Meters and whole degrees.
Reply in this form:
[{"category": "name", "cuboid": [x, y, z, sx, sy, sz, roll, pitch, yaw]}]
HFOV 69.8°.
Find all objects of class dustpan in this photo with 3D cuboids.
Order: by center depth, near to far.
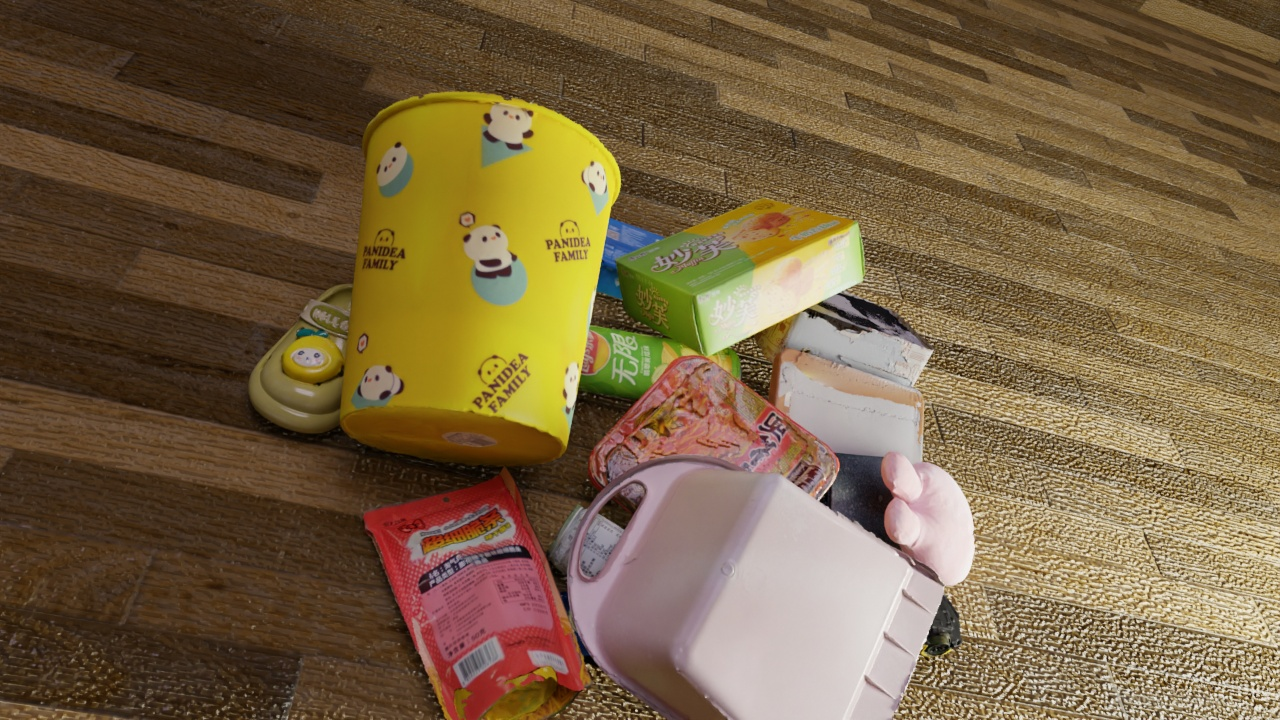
[{"category": "dustpan", "cuboid": [0.085, 0.198, 0.741, 0.273, 0.139, 0.222, 44, 63, -19]}]

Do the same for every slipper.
[{"category": "slipper", "cuboid": [-0.283, -0.021, 0.828, 0.091, 0.082, 0.190, 19, 40, -3]}]

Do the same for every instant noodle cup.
[{"category": "instant noodle cup", "cuboid": [0.063, 0.103, 0.836, 0.189, 0.079, 0.164, 38, 71, 18]}]

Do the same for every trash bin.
[{"category": "trash bin", "cuboid": [-0.141, -0.055, 0.783, 0.229, 0.230, 0.254, 10, 69, -16]}]

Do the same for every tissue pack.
[{"category": "tissue pack", "cuboid": [-0.006, -0.109, 1.060, 0.157, 0.052, 0.094, 18, 41, -12]}]

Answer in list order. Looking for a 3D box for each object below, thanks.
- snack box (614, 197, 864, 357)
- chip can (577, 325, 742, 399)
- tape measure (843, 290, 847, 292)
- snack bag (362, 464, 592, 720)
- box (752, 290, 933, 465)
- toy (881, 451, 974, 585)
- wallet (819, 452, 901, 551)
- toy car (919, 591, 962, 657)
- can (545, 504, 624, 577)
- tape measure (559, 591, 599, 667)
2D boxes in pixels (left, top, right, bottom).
[{"category": "snack box", "cuboid": [0.101, -0.094, 0.953, 0.209, 0.070, 0.158, -25, 29, -22]}, {"category": "chip can", "cuboid": [-0.006, 0.005, 0.935, 0.221, 0.073, 0.072, 9, 45, -17]}, {"category": "tape measure", "cuboid": [0.243, -0.060, 1.145, 0.066, 0.034, 0.065, 25, 43, -3]}, {"category": "snack bag", "cuboid": [-0.127, 0.182, 0.718, 0.128, 0.073, 0.207, -17, 51, -22]}, {"category": "box", "cuboid": [0.216, 0.016, 0.988, 0.178, 0.124, 0.273, 18, 44, -15]}, {"category": "toy", "cuboid": [0.273, 0.148, 0.883, 0.159, 0.054, 0.121, 35, 49, -38]}, {"category": "wallet", "cuboid": [0.215, 0.151, 0.889, 0.097, 0.019, 0.120, 8, 76, -29]}, {"category": "toy car", "cuboid": [0.229, 0.234, 0.842, 0.155, 0.041, 0.071, 14, 43, -23]}, {"category": "can", "cuboid": [-0.005, 0.182, 0.773, 0.147, 0.058, 0.058, 31, 43, 6]}, {"category": "tape measure", "cuboid": [-0.044, 0.218, 0.744, 0.054, 0.025, 0.058, 13, 48, -16]}]
